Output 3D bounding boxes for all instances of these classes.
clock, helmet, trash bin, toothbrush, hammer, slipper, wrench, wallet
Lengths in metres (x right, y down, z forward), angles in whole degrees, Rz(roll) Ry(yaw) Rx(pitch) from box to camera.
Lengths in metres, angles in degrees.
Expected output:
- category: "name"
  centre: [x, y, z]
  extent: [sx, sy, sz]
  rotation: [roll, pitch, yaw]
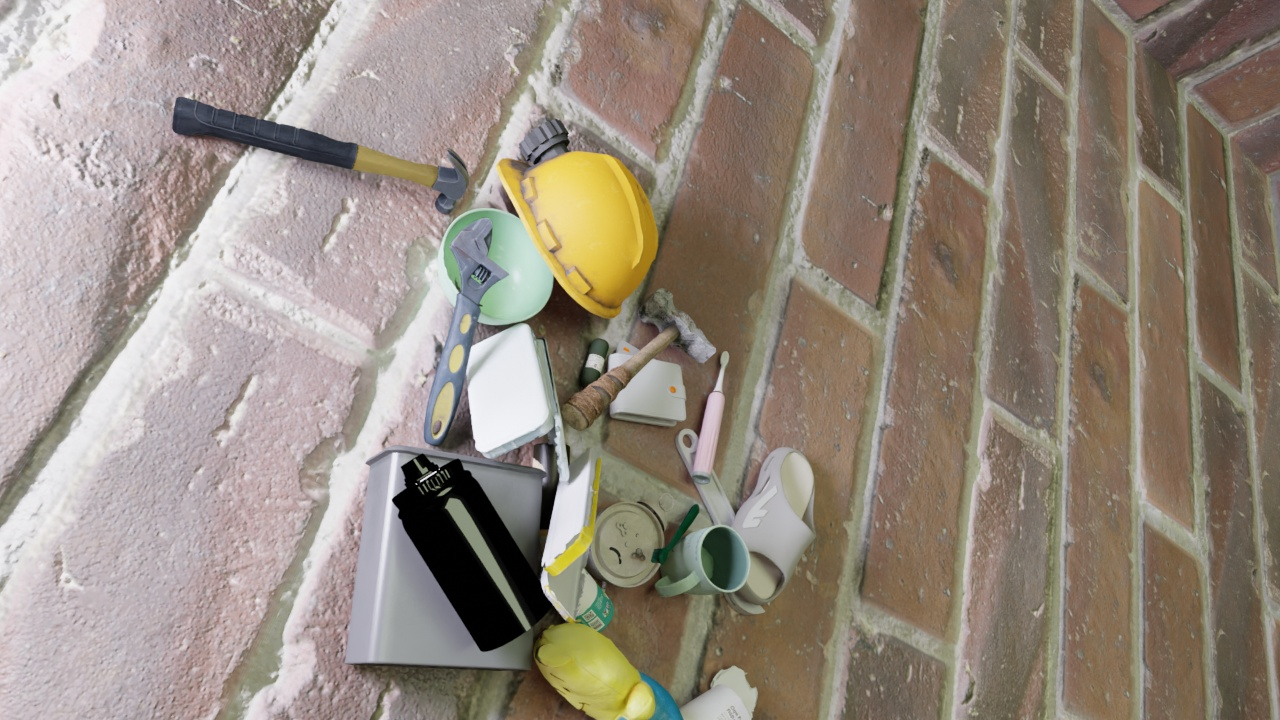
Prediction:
- category: "clock"
  centre: [-0.014, 0.221, 1.167]
  extent: [0.156, 0.061, 0.103]
  rotation: [-37, 99, -31]
- category: "helmet"
  centre: [-0.058, -0.194, 1.197]
  extent: [0.255, 0.131, 0.205]
  rotation: [57, 19, 1]
- category: "trash bin"
  centre: [-0.210, 0.221, 1.006]
  extent: [0.191, 0.098, 0.219]
  rotation: [14, 67, -31]
- category: "toothbrush"
  centre: [0.047, 0.221, 1.179]
  extent: [0.189, 0.017, 0.016]
  rotation: [-30, 116, -70]
- category: "hammer"
  centre: [-0.363, -0.245, 1.075]
  extent: [0.332, 0.118, 0.025]
  rotation: [11, 65, -26]
- category: "toothbrush"
  centre: [0.106, 0.077, 1.317]
  extent: [0.027, 0.027, 0.222]
  rotation: [7, 54, 12]
- category: "slipper"
  centre: [0.206, 0.218, 1.293]
  extent: [0.113, 0.081, 0.265]
  rotation: [48, 44, -15]
- category: "wrench"
  centre: [-0.210, -0.033, 1.073]
  extent: [0.073, 0.022, 0.273]
  rotation: [14, 93, -21]
- category: "wallet"
  centre: [0.007, 0.028, 1.269]
  extent: [0.118, 0.038, 0.115]
  rotation: [11, 62, -31]
- category: "hammer"
  centre: [-0.007, 0.007, 1.202]
  extent: [0.121, 0.049, 0.317]
  rotation: [47, 37, 2]
- category: "wrench"
  centre: [0.109, 0.225, 1.280]
  extent: [0.086, 0.018, 0.273]
  rotation: [-24, 86, -38]

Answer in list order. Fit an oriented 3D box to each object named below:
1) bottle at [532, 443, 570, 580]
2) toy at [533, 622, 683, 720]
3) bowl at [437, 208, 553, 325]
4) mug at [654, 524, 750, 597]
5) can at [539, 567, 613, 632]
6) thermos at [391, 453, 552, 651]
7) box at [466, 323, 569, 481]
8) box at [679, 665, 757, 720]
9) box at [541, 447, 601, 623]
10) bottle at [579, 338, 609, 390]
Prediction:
- category: "bottle"
  centre: [-0.111, 0.195, 1.119]
  extent: [0.045, 0.045, 0.184]
  rotation: [9, 75, -33]
- category: "toy"
  centre: [-0.036, 0.371, 1.040]
  extent: [0.214, 0.149, 0.083]
  rotation: [45, 65, -9]
- category: "bowl"
  centre: [-0.191, -0.108, 1.153]
  extent: [0.150, 0.077, 0.150]
  rotation: [13, 65, -31]
- category: "mug"
  centre: [0.068, 0.268, 1.177]
  extent: [0.111, 0.104, 0.084]
  rotation: [-29, 90, -39]
- category: "can"
  centre: [-0.075, 0.278, 1.084]
  extent: [0.102, 0.055, 0.054]
  rotation: [58, 46, -36]
- category: "thermos"
  centre: [-0.177, 0.184, 0.926]
  extent: [0.085, 0.086, 0.198]
  rotation: [-34, 96, -38]
- category: "box"
  centre: [-0.129, 0.063, 1.094]
  extent: [0.127, 0.106, 0.214]
  rotation: [57, 9, -37]
- category: "box"
  centre: [0.099, 0.445, 1.152]
  extent: [0.165, 0.093, 0.083]
  rotation: [-21, 82, -30]
- category: "box"
  centre: [-0.075, 0.185, 1.010]
  extent: [0.057, 0.209, 0.117]
  rotation: [6, 111, -2]
- category: "bottle"
  centre: [-0.066, 0.018, 1.227]
  extent: [0.025, 0.025, 0.105]
  rotation: [30, 58, -23]
